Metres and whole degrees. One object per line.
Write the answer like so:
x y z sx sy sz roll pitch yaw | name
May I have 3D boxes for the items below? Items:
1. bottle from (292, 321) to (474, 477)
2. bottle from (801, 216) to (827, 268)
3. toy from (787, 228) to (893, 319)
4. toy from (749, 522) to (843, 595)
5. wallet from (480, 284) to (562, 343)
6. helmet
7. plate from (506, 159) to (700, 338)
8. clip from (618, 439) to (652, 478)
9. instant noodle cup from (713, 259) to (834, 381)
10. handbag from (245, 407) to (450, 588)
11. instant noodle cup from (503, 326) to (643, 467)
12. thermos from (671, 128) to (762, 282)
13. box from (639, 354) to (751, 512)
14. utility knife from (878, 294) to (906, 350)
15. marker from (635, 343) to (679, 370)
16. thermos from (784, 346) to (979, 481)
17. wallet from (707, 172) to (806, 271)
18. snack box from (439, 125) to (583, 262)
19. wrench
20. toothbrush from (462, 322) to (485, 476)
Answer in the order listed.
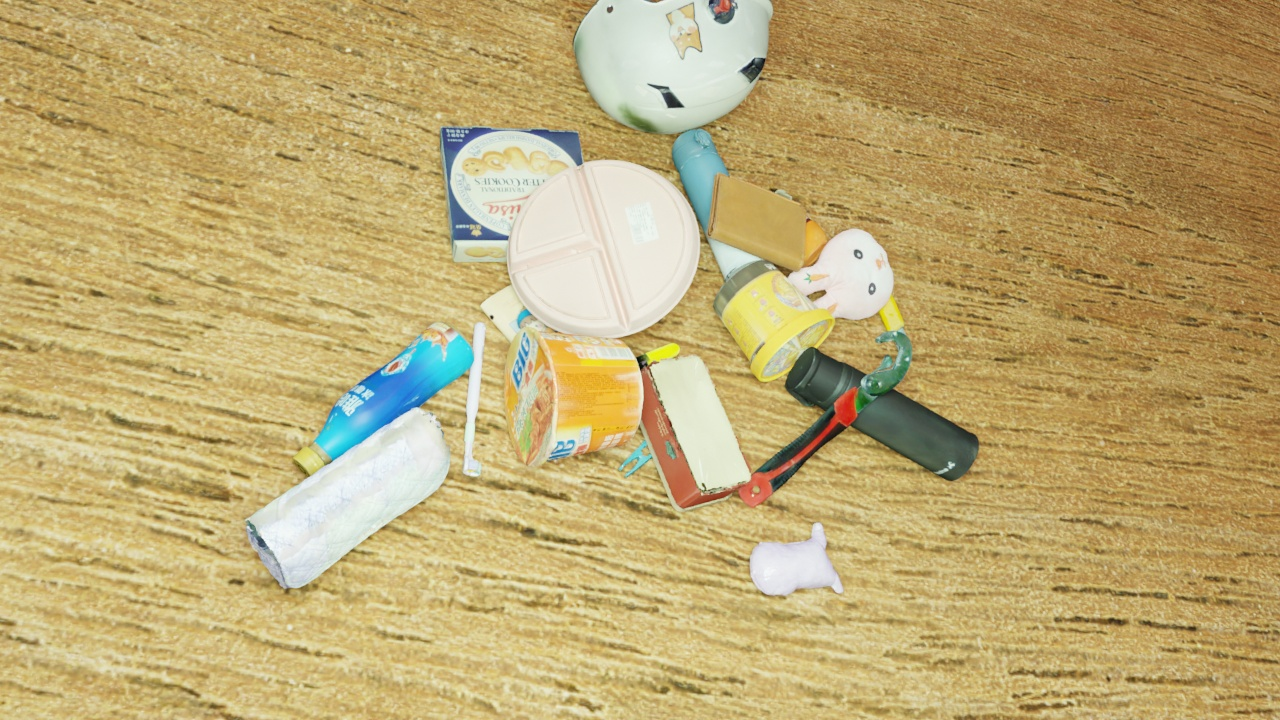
-0.272 0.043 0.975 0.065 0.065 0.218 42 59 6 | bottle
0.184 -0.190 1.253 0.149 0.067 0.066 44 59 15 | bottle
0.268 -0.103 1.223 0.159 0.054 0.121 -31 104 -16 | toy
0.172 0.230 1.039 0.108 0.039 0.083 -6 66 -18 | toy
-0.122 -0.044 1.097 0.087 0.024 0.115 -36 78 -25 | wallet
0.049 -0.388 1.228 0.273 0.230 0.156 -4 83 -14 | helmet
-0.046 -0.136 1.068 0.229 0.028 0.229 -2 71 6 | plate
-0.003 0.113 1.058 0.047 0.014 0.056 45 58 6 | clip
0.160 -0.053 1.143 0.118 0.119 0.114 -26 66 -28 | instant noodle cup
-0.276 0.135 0.887 0.075 0.134 0.193 46 60 9 | handbag
-0.072 0.038 1.003 0.111 0.152 0.151 -2 64 -28 | instant noodle cup
0.103 -0.208 1.228 0.070 0.070 0.220 -13 69 -24 | thermos
0.060 0.078 1.053 0.091 0.076 0.168 -9 67 -34 | box
0.330 -0.092 1.272 0.033 0.015 0.180 -17 69 -2 | utility knife
-0.007 0.006 1.113 0.124 0.015 0.018 -22 71 -23 | marker
0.295 0.068 1.143 0.242 0.090 0.068 29 63 -9 | thermos
0.151 -0.180 1.174 0.131 0.031 0.107 18 61 -19 | wallet
-0.155 -0.211 1.159 0.177 0.046 0.182 -3 64 -19 | snack box
0.220 0.072 1.079 0.056 0.016 0.273 45 89 -6 | wrench
-0.186 0.039 1.034 0.021 0.029 0.188 -12 60 18 | toothbrush
